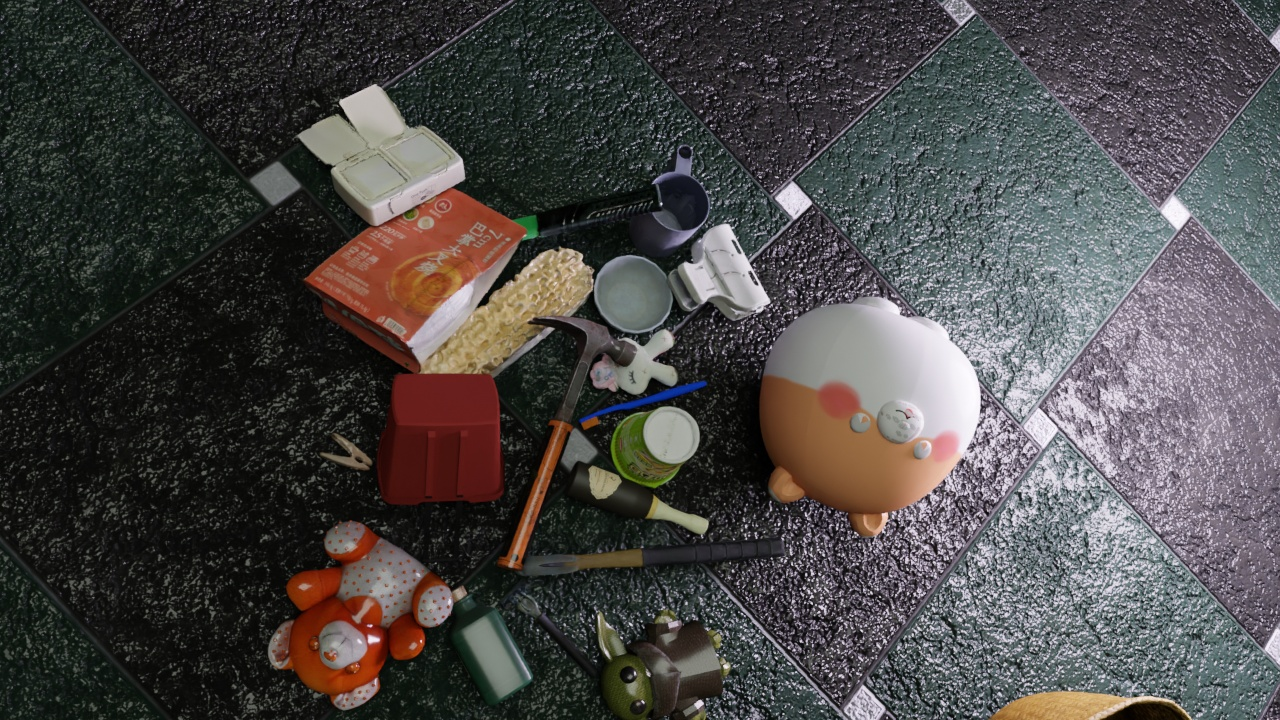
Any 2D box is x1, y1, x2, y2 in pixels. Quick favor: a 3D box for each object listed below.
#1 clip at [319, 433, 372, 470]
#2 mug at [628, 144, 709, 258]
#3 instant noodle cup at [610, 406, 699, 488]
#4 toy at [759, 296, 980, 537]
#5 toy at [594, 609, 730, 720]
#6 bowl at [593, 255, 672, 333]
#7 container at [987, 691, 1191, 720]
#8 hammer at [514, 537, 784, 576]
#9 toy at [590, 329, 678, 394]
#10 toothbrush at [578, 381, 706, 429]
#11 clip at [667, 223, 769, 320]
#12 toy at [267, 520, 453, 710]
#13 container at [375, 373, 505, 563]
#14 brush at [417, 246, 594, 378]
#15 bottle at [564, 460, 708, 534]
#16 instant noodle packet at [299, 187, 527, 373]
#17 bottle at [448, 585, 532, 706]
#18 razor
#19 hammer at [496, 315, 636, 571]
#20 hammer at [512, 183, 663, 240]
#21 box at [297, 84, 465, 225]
[{"bbox_3d":[-0.346,0.115,1.070,0.061,0.024,0.041,41,68,-7],"label":"clip"},{"bbox_3d":[0.037,-0.209,1.224,0.083,0.104,0.123,10,73,-13],"label":"mug"},{"bbox_3d":[0.023,0.101,1.137,0.099,0.108,0.098,4,73,-15],"label":"instant noodle cup"},{"bbox_3d":[0.275,0.066,1.140,0.262,0.266,0.280,23,86,-7],"label":"toy"},{"bbox_3d":[0.029,0.369,1.083,0.152,0.078,0.179,-15,83,-19],"label":"toy"},{"bbox_3d":[-0.014,-0.082,1.211,0.106,0.039,0.106,4,75,-15],"label":"bowl"},{"bbox_3d":[0.544,0.562,1.121,0.306,0.197,0.306,5,74,-17],"label":"container"},{"bbox_3d":[0.022,0.236,1.109,0.332,0.118,0.025,1,78,-22],"label":"hammer"},{"bbox_3d":[-0.007,0.007,1.191,0.122,0.038,0.079,-16,88,-17],"label":"toy"},{"bbox_3d":[0.006,0.056,1.192,0.182,0.016,0.018,-16,86,-19],"label":"toothbrush"},{"bbox_3d":[0.111,-0.117,1.221,0.151,0.096,0.126,-16,76,-52],"label":"clip"},{"bbox_3d":[-0.310,0.281,1.001,0.164,0.093,0.172,36,70,-6],"label":"toy"},{"bbox_3d":[-0.231,0.121,1.066,0.148,0.201,0.127,0,39,-16],"label":"container"},{"bbox_3d":[-0.169,-0.044,1.146,0.270,0.057,0.083,-40,87,-22],"label":"brush"},{"bbox_3d":[-0.001,0.177,1.142,0.184,0.045,0.045,22,71,-10],"label":"bottle"},{"bbox_3d":[-0.263,-0.118,1.096,0.164,0.084,0.220,29,67,20],"label":"instant noodle packet"},{"bbox_3d":[-0.180,0.319,1.044,0.061,0.061,0.131,-28,85,-19],"label":"bottle"},{"bbox_3d":[-0.102,0.322,1.088,0.144,0.022,0.042,45,70,-1],"label":"razor"},{"bbox_3d":[-0.112,0.091,1.082,0.137,0.035,0.313,27,67,-20],"label":"hammer"},{"bbox_3d":[-0.130,-0.170,1.149,0.319,0.032,0.130,-12,68,2],"label":"hammer"},{"bbox_3d":[-0.328,-0.261,1.148,0.143,0.050,0.184,-37,65,-28],"label":"box"}]
